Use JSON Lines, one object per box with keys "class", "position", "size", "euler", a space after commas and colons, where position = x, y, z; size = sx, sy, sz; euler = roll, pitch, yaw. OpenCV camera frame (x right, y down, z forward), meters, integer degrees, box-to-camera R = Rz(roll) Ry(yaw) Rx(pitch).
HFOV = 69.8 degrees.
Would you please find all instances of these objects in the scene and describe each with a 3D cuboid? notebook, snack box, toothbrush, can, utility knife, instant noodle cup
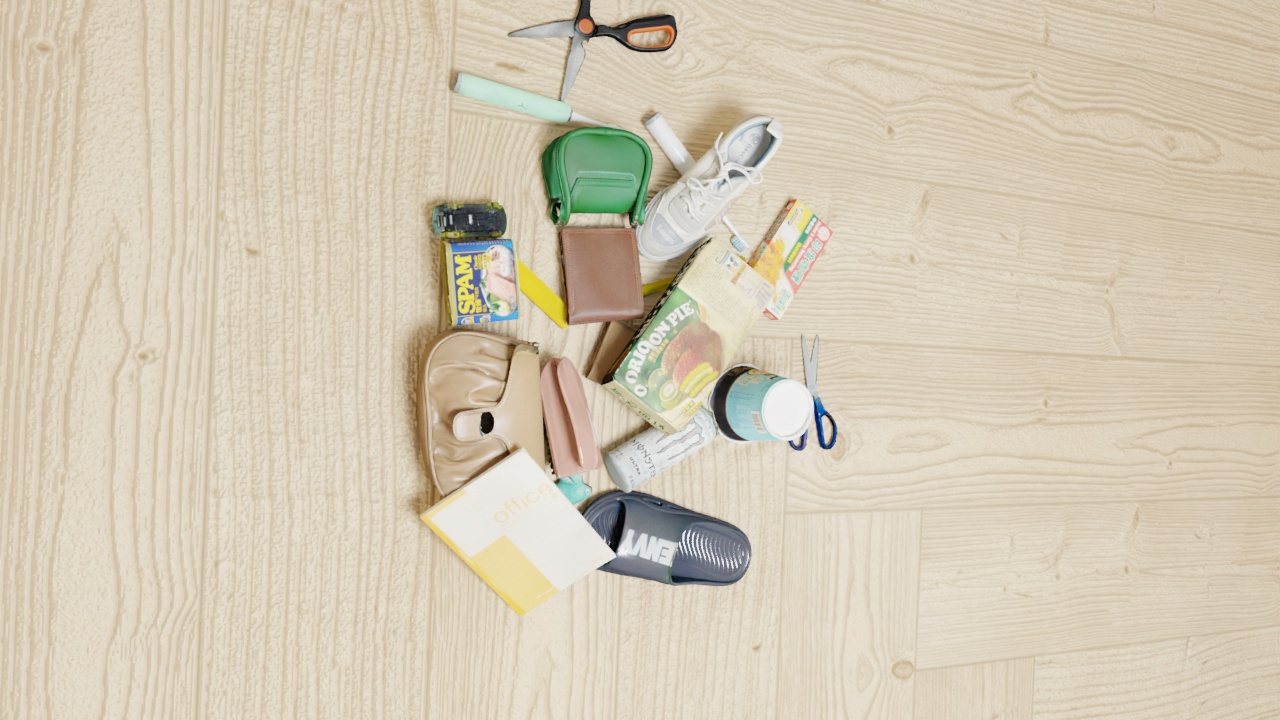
{"class": "notebook", "position": [-0.141, 0.209, 1.092], "size": [0.146, 0.010, 0.206], "euler": [-33, 121, 3]}
{"class": "snack box", "position": [0.201, -0.141, 1.283], "size": [0.077, 0.027, 0.155], "euler": [38, 77, -21]}
{"class": "toothbrush", "position": [0.059, -0.110, 1.226], "size": [0.189, 0.017, 0.016], "euler": [-19, 97, -22]}
{"class": "toothbrush", "position": [-0.122, -0.314, 1.137], "size": [0.224, 0.026, 0.027], "euler": [10, 126, -24]}
{"class": "snack box", "position": [0.064, -0.031, 1.171], "size": [0.114, 0.063, 0.239], "euler": [38, 71, -10]}
{"class": "can", "position": [0.027, 0.112, 1.194], "size": [0.146, 0.058, 0.058], "euler": [-29, 102, -21]}
{"class": "utility knife", "position": [-0.142, -0.095, 1.139], "size": [0.154, 0.015, 0.033], "euler": [45, 82, -19]}
{"class": "instant noodle cup", "position": [0.167, 0.061, 1.221], "size": [0.111, 0.121, 0.111], "euler": [-1, 91, -24]}
{"class": "can", "position": [-0.189, -0.094, 1.085], "size": [0.083, 0.057, 0.102], "euler": [-7, 102, -18]}
{"class": "toothbrush", "position": [0.080, -0.235, 1.228], "size": [0.026, 0.026, 0.221], "euler": [-32, 108, 23]}

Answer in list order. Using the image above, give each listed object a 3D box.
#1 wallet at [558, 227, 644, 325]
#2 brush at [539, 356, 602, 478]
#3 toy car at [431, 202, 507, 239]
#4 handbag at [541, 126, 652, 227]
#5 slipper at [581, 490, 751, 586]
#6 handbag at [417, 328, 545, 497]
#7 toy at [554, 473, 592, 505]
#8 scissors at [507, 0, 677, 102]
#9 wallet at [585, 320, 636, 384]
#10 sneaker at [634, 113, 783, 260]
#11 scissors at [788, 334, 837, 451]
{"class": "wallet", "position": [-0.051, -0.108, 1.162], "size": [0.101, 0.032, 0.124], "euler": [-4, 82, -20]}
{"class": "brush", "position": [-0.088, 0.068, 1.127], "size": [0.063, 0.073, 0.145], "euler": [-10, 85, -29]}
{"class": "toy car", "position": [-0.205, -0.167, 1.097], "size": [0.091, 0.036, 0.043], "euler": [-4, 92, -23]}
{"class": "handbag", "position": [-0.052, -0.227, 1.146], "size": [0.131, 0.068, 0.120], "euler": [-4, 93, -24]}
{"class": "slipper", "position": [0.044, 0.239, 1.193], "size": [0.268, 0.083, 0.110], "euler": [16, 83, -25]}
{"class": "handbag", "position": [-0.184, 0.064, 1.076], "size": [0.147, 0.100, 0.204], "euler": [-6, 100, -20]}
{"class": "toy", "position": [-0.106, 0.164, 1.154], "size": [0.091, 0.030, 0.096], "euler": [-22, 93, -27]}
{"class": "scissors", "position": [-0.056, -0.434, 1.169], "size": [0.220, 0.022, 0.234], "euler": [6, 89, -19]}
{"class": "wallet", "position": [-0.007, 0.007, 1.192], "size": [0.115, 0.033, 0.090], "euler": [26, 78, -21]}
{"class": "sneaker", "position": [0.093, -0.218, 1.172], "size": [0.089, 0.090, 0.242], "euler": [43, 92, -16]}
{"class": "scissors", "position": [0.254, 0.050, 1.320], "size": [0.140, 0.012, 0.171], "euler": [32, 77, -19]}
